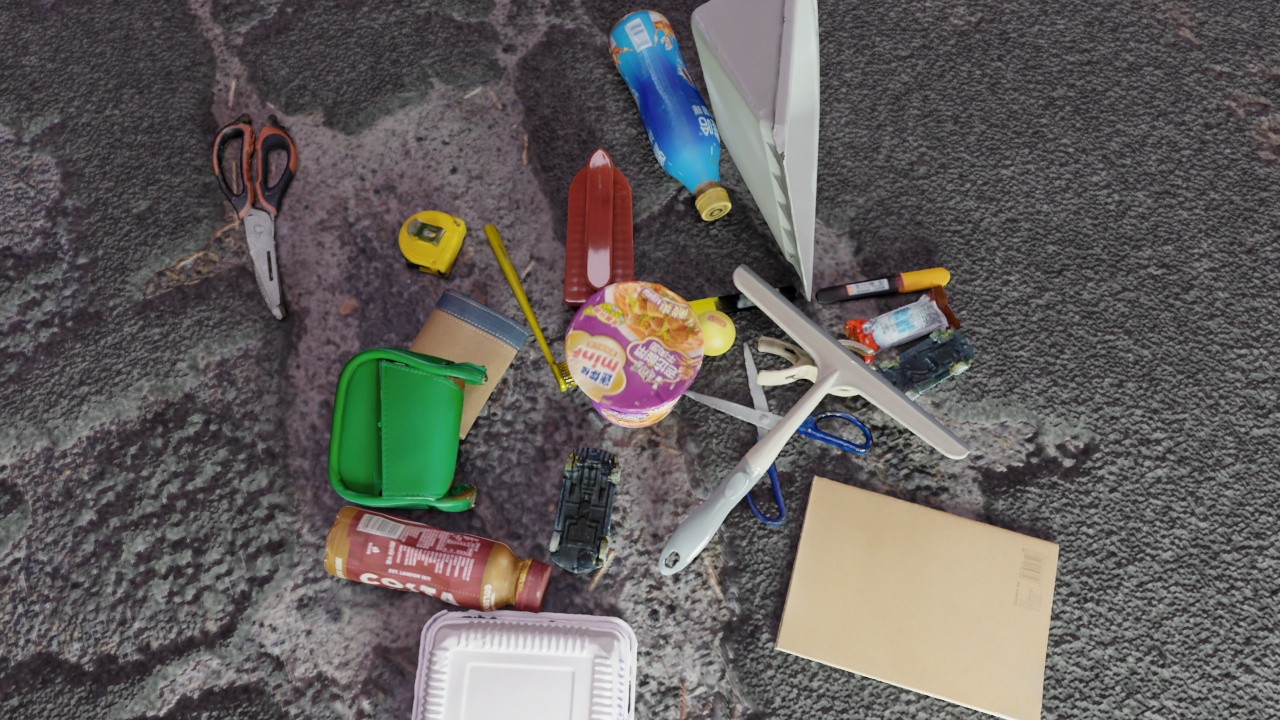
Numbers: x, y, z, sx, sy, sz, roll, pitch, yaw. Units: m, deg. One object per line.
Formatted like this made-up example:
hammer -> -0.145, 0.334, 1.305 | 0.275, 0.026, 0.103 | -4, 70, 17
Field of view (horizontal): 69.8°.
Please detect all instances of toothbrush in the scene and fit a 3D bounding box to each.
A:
toothbrush -> -0.100, -0.051, 0.818 | 0.016, 0.016, 0.190 | -21, 62, -14

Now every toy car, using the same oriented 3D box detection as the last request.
toy car -> -0.046, 0.125, 0.762 | 0.049, 0.031, 0.105 | 8, 69, 3
toy car -> 0.248, 0.006, 0.807 | 0.090, 0.034, 0.043 | -29, 75, -9

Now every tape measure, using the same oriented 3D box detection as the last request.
tape measure -> -0.194, -0.111, 0.848 | 0.057, 0.029, 0.060 | 16, 70, 6

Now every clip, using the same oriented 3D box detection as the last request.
clip -> 0.152, 0.004, 0.803 | 0.101, 0.035, 0.076 | 3, 50, 3

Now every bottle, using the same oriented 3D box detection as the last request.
bottle -> 0.033, -0.232, 0.876 | 0.065, 0.065, 0.218 | -19, 72, -8
bottle -> -0.160, 0.162, 0.732 | 0.175, 0.057, 0.057 | 13, 70, 4

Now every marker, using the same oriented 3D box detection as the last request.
marker -> 0.084, -0.051, 0.838 | 0.124, 0.015, 0.018 | -11, 66, -8
marker -> 0.222, -0.068, 0.845 | 0.124, 0.015, 0.018 | -9, 73, -1

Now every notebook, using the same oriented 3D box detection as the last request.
notebook -> 0.230, 0.192, 0.751 | 0.211, 0.012, 0.149 | 15, 69, 5

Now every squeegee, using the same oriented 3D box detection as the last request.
squeegee -> 0.097, 0.080, 0.749 | 0.246, 0.039, 0.246 | 41, 86, 13

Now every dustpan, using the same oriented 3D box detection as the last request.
dustpan -> 0.143, -0.230, 0.799 | 0.142, 0.223, 0.257 | -26, 61, 2

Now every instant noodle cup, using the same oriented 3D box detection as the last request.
instant noodle cup -> -0.090, 0.260, 0.698 | 0.173, 0.060, 0.137 | 3, 70, -1
instant noodle cup -> -0.005, 0.005, 0.771 | 0.111, 0.099, 0.111 | 0, 69, 0

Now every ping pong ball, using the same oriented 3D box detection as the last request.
ping pong ball -> 0.064, -0.024, 0.812 | 0.040, 0.040, 0.040 | 0, 70, -1

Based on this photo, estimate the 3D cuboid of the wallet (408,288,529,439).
wallet -> -0.162, 0.002, 0.806 | 0.090, 0.033, 0.115 | 25, 72, 11

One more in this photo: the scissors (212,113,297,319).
scissors -> -0.344, -0.139, 0.863 | 0.210, 0.015, 0.176 | 37, 73, 12

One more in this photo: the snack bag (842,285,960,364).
snack bag -> 0.235, -0.032, 0.824 | 0.105, 0.026, 0.045 | -21, 77, -8

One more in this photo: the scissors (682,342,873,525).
scissors -> 0.115, 0.062, 0.794 | 0.176, 0.012, 0.162 | 10, 67, 7

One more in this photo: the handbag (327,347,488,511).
handbag -> -0.188, 0.058, 0.749 | 0.120, 0.068, 0.131 | 7, 87, 4

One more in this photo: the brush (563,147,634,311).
brush -> -0.036, -0.118, 0.831 | 0.063, 0.069, 0.145 | 1, 70, -2
